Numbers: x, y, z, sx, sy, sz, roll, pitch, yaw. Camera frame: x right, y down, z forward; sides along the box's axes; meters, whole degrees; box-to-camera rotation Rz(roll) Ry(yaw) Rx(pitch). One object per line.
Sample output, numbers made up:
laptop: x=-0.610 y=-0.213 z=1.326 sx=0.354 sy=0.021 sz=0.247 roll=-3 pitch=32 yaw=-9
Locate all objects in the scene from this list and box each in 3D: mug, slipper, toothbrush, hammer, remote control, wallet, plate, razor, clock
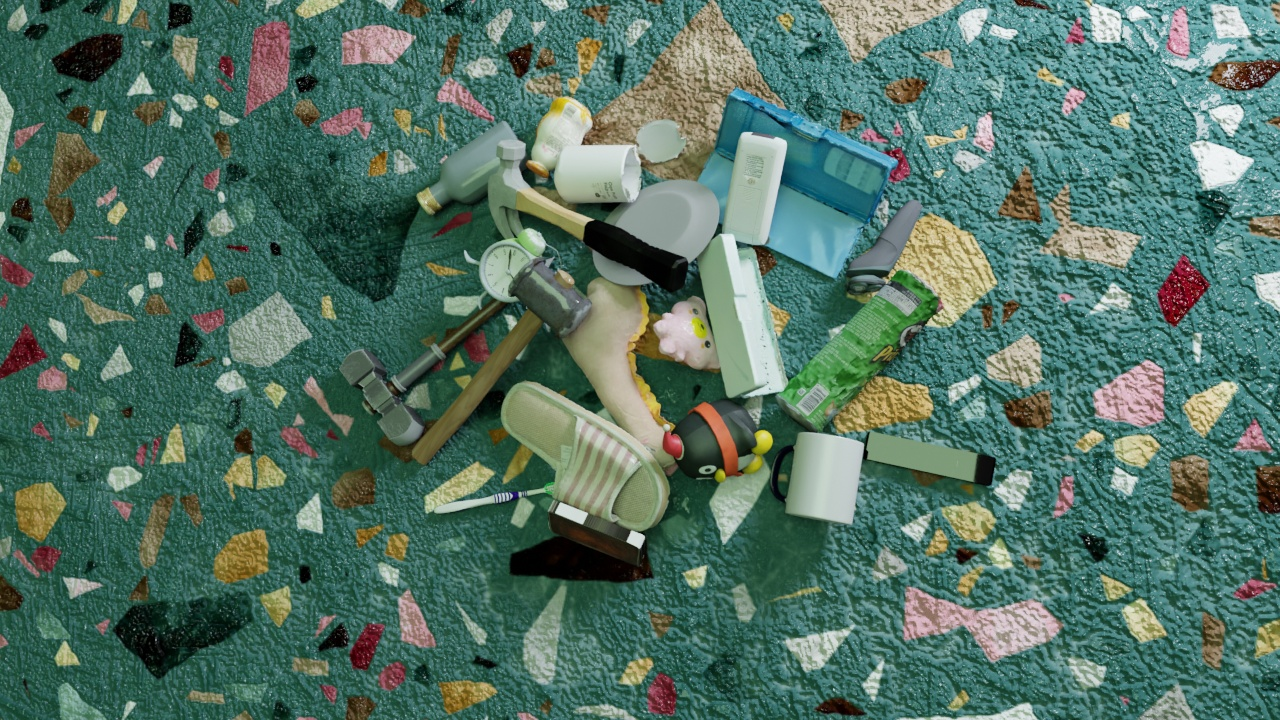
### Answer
mug: x=0.206 y=0.140 z=1.100 sx=0.112 sy=0.078 sz=0.096 roll=3 pitch=78 yaw=40
slipper: x=-0.081 y=0.119 z=1.146 sx=0.263 sy=0.052 sz=0.115 roll=34 pitch=110 yaw=23
toothbrush: x=-0.183 y=0.179 z=1.194 sx=0.187 sy=0.016 sz=0.015 roll=-12 pitch=77 yaw=8
hammer: x=-0.243 y=-0.036 z=1.239 sx=0.322 sy=0.043 sz=0.156 roll=-39 pitch=74 yaw=-1
remote control: x=0.143 y=-0.217 z=1.163 sx=0.060 sy=0.025 sz=0.139 roll=17 pitch=111 yaw=20
wallet: x=-0.055 y=0.216 z=1.135 sx=0.123 sy=0.072 sz=0.019 roll=19 pitch=59 yaw=13
hammer: x=-0.074 y=-0.169 z=1.163 sx=0.328 sy=0.039 sz=0.131 roll=30 pitch=125 yaw=32
remote control: x=0.346 y=0.118 z=1.102 sx=0.150 sy=0.013 sz=0.034 roll=11 pitch=81 yaw=14
hammer: x=-0.192 y=0.015 z=1.175 sx=0.098 sy=0.052 sz=0.329 roll=41 pitch=107 yaw=3
plate: x=0.016 y=-0.170 z=1.181 sx=0.179 sy=0.012 sz=0.178 roll=-16 pitch=49 yaw=19
razor: x=0.306 y=-0.142 z=1.148 sx=0.052 sy=0.047 sz=0.142 roll=32 pitch=83 yaw=14
clock: x=-0.160 y=-0.119 z=1.191 sx=0.119 sy=0.042 sz=0.094 roll=-10 pitch=101 yaw=17

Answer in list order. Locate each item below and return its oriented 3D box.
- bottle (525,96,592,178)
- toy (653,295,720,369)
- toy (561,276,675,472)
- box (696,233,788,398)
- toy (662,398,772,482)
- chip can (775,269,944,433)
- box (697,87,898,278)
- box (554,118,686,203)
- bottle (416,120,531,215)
bottle: x=-0.114 y=-0.302 z=1.250 sx=0.063 sy=0.063 sz=0.108 roll=30 pitch=85 yaw=15
toy: x=0.058 y=-0.033 z=1.160 sx=0.050 sy=0.093 sz=0.102 roll=-36 pitch=64 yaw=47
toy: x=-0.007 y=0.007 z=1.169 sx=0.196 sy=0.065 sz=0.264 roll=-37 pitch=76 yaw=7
box: x=0.136 y=-0.053 z=1.151 sx=0.096 sy=0.086 sz=0.198 roll=-2 pitch=76 yaw=-31
toy: x=0.084 y=0.100 z=1.109 sx=0.119 sy=0.098 sz=0.099 roll=-22 pitch=64 yaw=-17
chip can: x=0.263 y=-0.008 z=1.113 sx=0.223 sy=0.075 sz=0.075 roll=-46 pitch=74 yaw=1
box: x=0.191 y=-0.231 z=1.185 sx=0.232 sy=0.066 sz=0.173 roll=30 pitch=114 yaw=14
box: x=-0.026 y=-0.263 z=1.215 sx=0.160 sy=0.085 sz=0.118 roll=5 pitch=53 yaw=20
bottle: x=-0.236 y=-0.260 z=1.275 sx=0.161 sy=0.046 sz=0.072 roll=-33 pitch=75 yaw=4
